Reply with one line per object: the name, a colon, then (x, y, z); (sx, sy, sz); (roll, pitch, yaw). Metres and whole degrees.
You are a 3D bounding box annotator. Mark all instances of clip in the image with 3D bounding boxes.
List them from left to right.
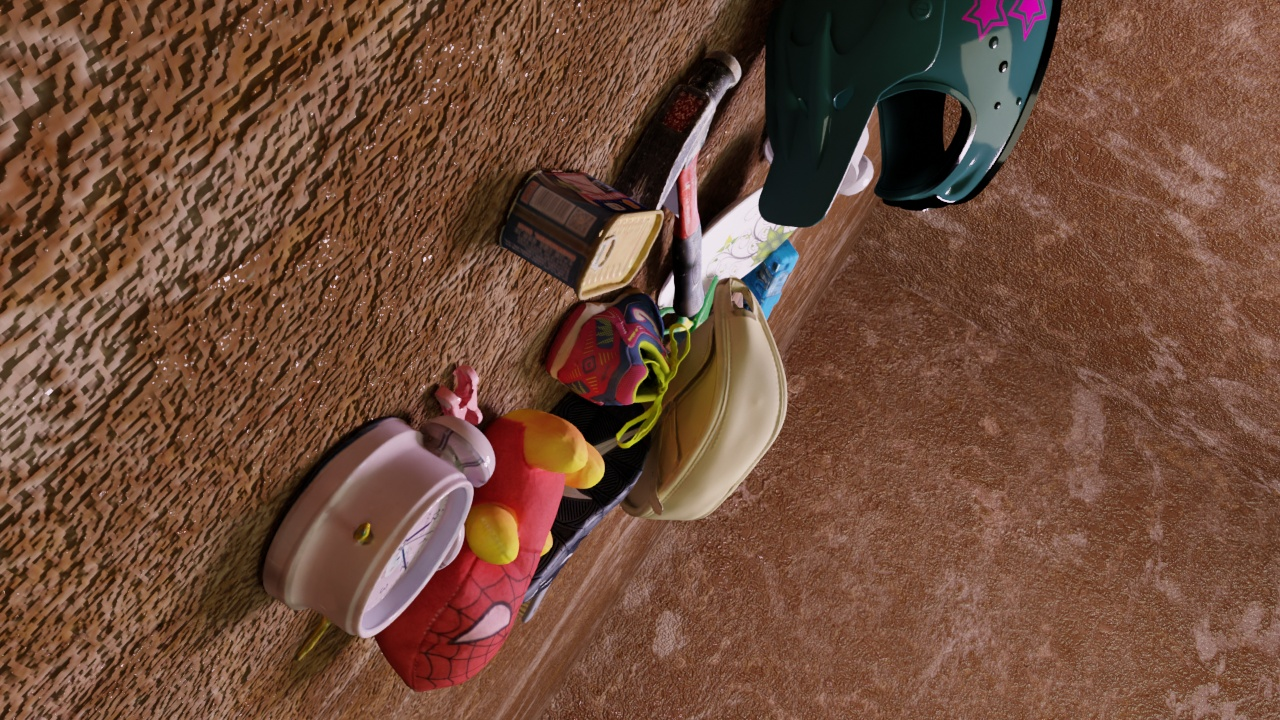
clip: (-0.114, 0.030, 0.568); (0.044, 0.023, 0.060); (-39, 157, -48)

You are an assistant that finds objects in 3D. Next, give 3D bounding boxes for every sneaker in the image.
sneaker: (-0.081, 0.139, 0.851); (0.251, 0.097, 0.151); (-50, 172, -34)
sneaker: (-0.005, 0.004, 0.800); (0.116, 0.091, 0.241); (-63, 169, 11)

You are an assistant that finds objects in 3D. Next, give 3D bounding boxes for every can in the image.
can: (-0.033, -0.076, 0.535); (0.054, 0.059, 0.099); (-62, 169, 19)

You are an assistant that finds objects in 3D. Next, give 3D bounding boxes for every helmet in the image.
helmet: (0.197, -0.239, 0.740); (0.176, 0.200, 0.275); (-126, -136, -62)

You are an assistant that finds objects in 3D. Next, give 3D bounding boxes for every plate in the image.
plate: (0.102, -0.137, 0.976); (0.229, 0.030, 0.230); (-35, 166, -10)

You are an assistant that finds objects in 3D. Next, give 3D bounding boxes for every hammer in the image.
hammer: (0.033, -0.106, 0.775); (0.140, 0.036, 0.326); (-57, 166, -15)

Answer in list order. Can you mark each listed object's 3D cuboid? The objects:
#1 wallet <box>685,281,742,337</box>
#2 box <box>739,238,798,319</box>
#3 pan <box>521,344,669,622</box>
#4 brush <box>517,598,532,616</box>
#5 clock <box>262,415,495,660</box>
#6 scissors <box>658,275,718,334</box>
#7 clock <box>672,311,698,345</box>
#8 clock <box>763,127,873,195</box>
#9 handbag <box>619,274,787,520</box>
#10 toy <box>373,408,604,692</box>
wallet: (0.083, -0.031, 1.071); (0.121, 0.027, 0.099); (-58, 164, -9)
box: (0.136, -0.121, 1.214); (0.244, 0.070, 0.170); (106, -13, -56)
pan: (-0.039, 0.139, 1.048); (0.201, 0.051, 0.356); (72, 40, -75)
brush: (-0.127, 0.250, 1.075); (0.117, 0.039, 0.049); (-66, 168, 17)
clock: (-0.139, 0.090, 0.525); (0.117, 0.059, 0.157); (-63, 169, 24)
scissors: (0.061, -0.030, 0.999); (0.125, 0.011, 0.130); (-11, 111, -33)
clock: (0.086, -0.042, 1.140); (0.123, 0.042, 0.087); (-34, 139, -30)
clock: (0.194, -0.223, 1.003); (0.061, 0.120, 0.159); (-65, 161, -14)
handbag: (0.047, 0.048, 0.876); (0.234, 0.088, 0.190); (-45, -132, 53)
toy: (-0.113, 0.138, 0.671); (0.216, 0.099, 0.147); (-57, 159, -11)
